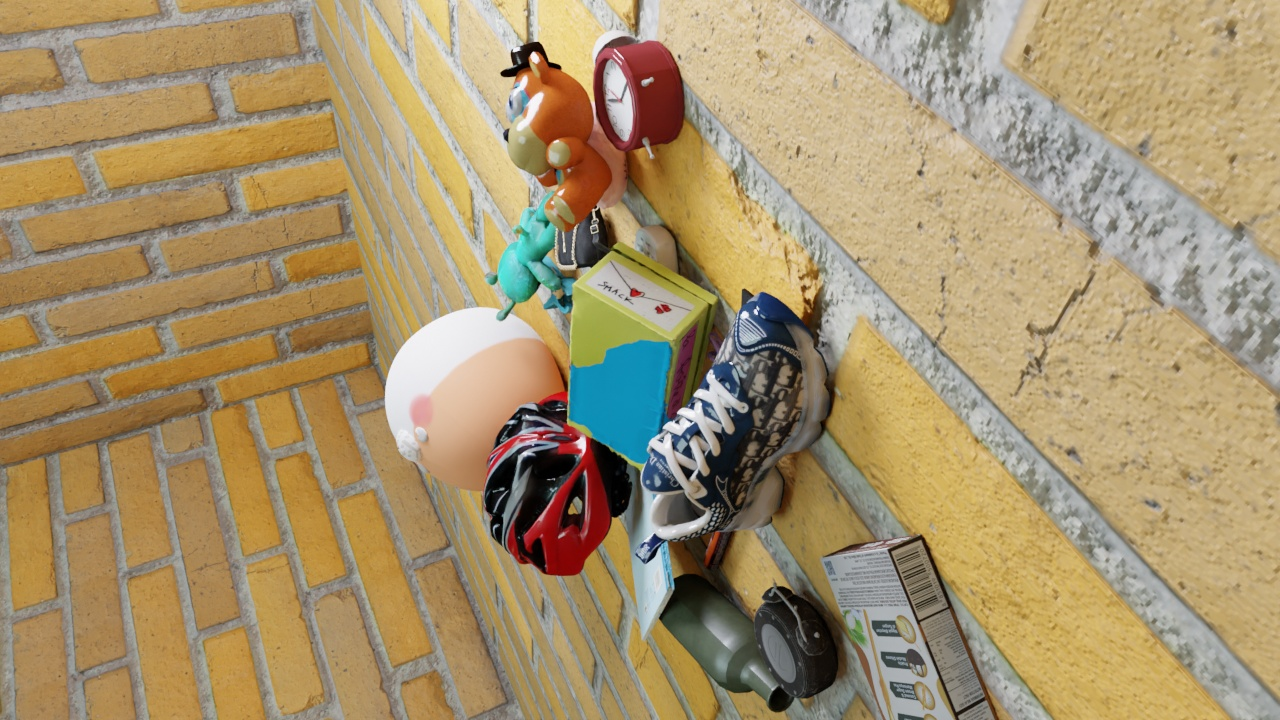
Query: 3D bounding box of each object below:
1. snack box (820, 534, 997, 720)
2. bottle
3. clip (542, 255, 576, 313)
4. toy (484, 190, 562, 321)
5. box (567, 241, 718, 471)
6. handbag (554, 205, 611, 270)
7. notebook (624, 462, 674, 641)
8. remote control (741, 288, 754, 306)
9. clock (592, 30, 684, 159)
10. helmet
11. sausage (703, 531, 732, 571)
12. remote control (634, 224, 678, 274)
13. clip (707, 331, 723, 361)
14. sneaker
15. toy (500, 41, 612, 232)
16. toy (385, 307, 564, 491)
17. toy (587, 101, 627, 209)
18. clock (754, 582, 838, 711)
[{"bbox_3d":[0.205,0.228,0.684,0.186,0.031,0.101,70,159,9],"label":"snack box"},{"bbox_3d":[0.091,0.299,0.967,0.207,0.071,0.071,28,132,61],"label":"bottle"},{"bbox_3d":[-0.109,-0.103,1.225,0.120,0.027,0.103,35,140,58],"label":"clip"},{"bbox_3d":[-0.149,-0.138,1.196,0.194,0.072,0.130,-50,50,42],"label":"toy"},{"bbox_3d":[-0.005,0.005,0.921,0.124,0.079,0.221,30,144,20],"label":"box"},{"bbox_3d":[-0.066,-0.144,1.062,0.129,0.054,0.079,-174,79,-70],"label":"handbag"},{"bbox_3d":[0.002,0.178,1.080,0.181,0.009,0.253,106,159,-56],"label":"notebook"},{"bbox_3d":[0.097,0.005,0.804,0.033,0.015,0.147,47,147,48],"label":"remote control"},{"bbox_3d":[-0.009,-0.242,0.833,0.137,0.048,0.096,47,147,46],"label":"clock"},{"bbox_3d":[-0.109,0.151,1.134,0.273,0.167,0.217,119,157,-55],"label":"helmet"},{"bbox_3d":[0.085,0.184,0.967,0.020,0.020,0.156,58,155,33],"label":"sausage"},{"bbox_3d":[0.016,-0.080,0.923,0.060,0.028,0.114,50,150,46],"label":"remote control"},{"bbox_3d":[0.075,-0.002,0.861,0.045,0.014,0.051,114,137,-60],"label":"clip"},{"bbox_3d":[0.061,0.067,0.755,0.103,0.132,0.270,47,145,32],"label":"sneaker"},{"bbox_3d":[-0.080,-0.212,0.866,0.112,0.096,0.176,177,86,-78],"label":"toy"},{"bbox_3d":[-0.237,0.068,1.347,0.280,0.265,0.263,46,146,26],"label":"toy"},{"bbox_3d":[-0.047,-0.211,0.954,0.105,0.053,0.108,-147,43,-75],"label":"toy"},{"bbox_3d":[0.144,0.256,0.839,0.091,0.043,0.123,47,147,49],"label":"clock"}]
